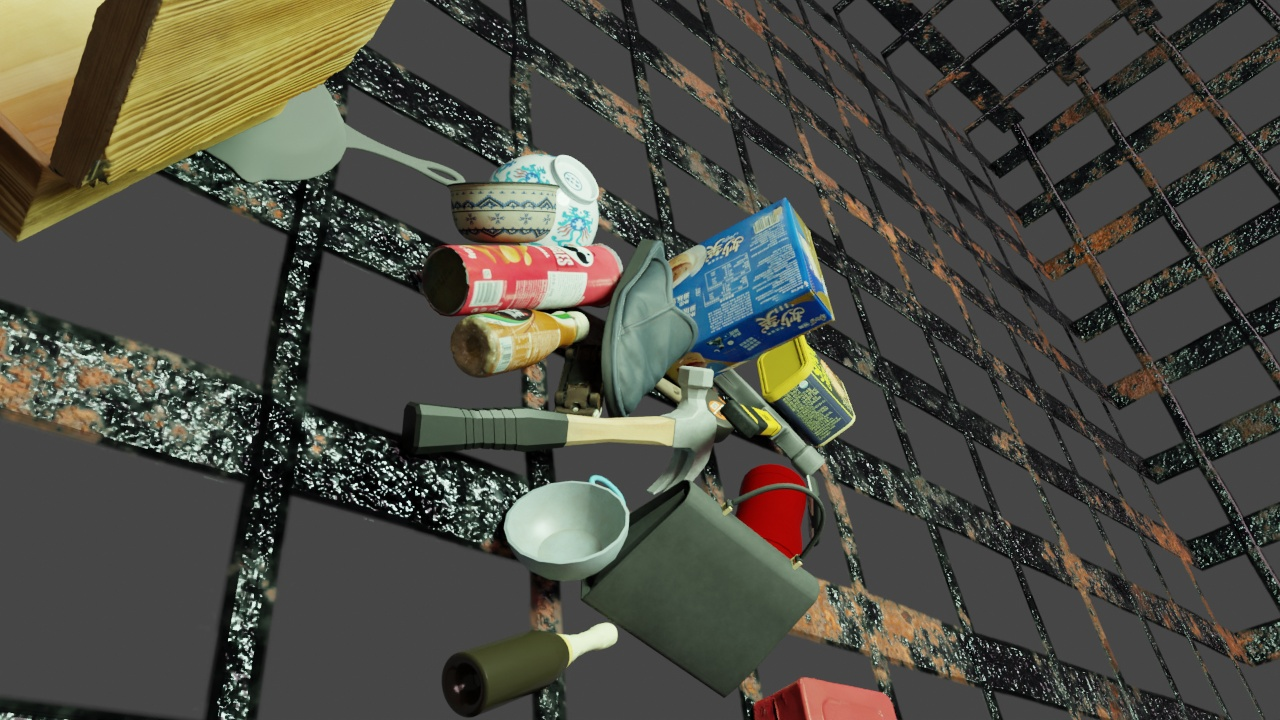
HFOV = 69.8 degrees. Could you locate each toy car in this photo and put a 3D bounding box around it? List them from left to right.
[{"bbox_3d":[-0.059,0.027,0.940,0.112,0.048,0.041,-80,168,-46],"label":"toy car"}]

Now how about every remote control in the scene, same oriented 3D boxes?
[{"bbox_3d":[0.204,0.179,1.080,0.124,0.012,0.028,76,7,-50],"label":"remote control"}]

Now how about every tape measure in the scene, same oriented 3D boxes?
[{"bbox_3d":[0.082,0.069,1.081,0.059,0.038,0.058,41,32,7],"label":"tape measure"}]

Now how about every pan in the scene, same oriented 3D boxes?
[{"bbox_3d":[-0.315,-0.238,0.891,0.354,0.024,0.216,17,47,-42],"label":"pan"}]

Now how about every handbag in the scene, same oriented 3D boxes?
[{"bbox_3d":[0.078,0.177,0.813,0.175,0.196,0.072,39,19,-19],"label":"handbag"}]

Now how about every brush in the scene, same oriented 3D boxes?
[{"bbox_3d":[-0.006,0.006,1.051,0.151,0.012,0.038,36,37,-24],"label":"brush"}]

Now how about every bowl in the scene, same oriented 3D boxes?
[{"bbox_3d":[-0.142,-0.152,0.954,0.115,0.116,0.059,-9,101,-54],"label":"bowl"},{"bbox_3d":[-0.097,-0.190,1.067,0.144,0.074,0.143,31,38,-29],"label":"bowl"},{"bbox_3d":[-0.062,0.151,0.787,0.106,0.106,0.039,-60,153,-55],"label":"bowl"}]

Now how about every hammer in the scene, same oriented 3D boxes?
[{"bbox_3d":[-0.061,0.065,0.854,0.327,0.039,0.131,4,93,-38],"label":"hammer"},{"bbox_3d":[0.128,0.065,1.026,0.170,0.034,0.324,47,7,13],"label":"hammer"}]

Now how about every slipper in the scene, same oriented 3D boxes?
[{"bbox_3d":[0.020,-0.042,1.001,0.264,0.083,0.109,-71,159,-48],"label":"slipper"}]

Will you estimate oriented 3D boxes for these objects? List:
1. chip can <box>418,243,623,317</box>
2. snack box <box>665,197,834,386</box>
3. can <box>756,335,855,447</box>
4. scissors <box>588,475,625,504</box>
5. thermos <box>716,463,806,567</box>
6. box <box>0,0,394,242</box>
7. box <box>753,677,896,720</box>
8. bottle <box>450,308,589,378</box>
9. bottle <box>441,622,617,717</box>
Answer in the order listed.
[{"bbox_3d":[-0.116,-0.084,0.948,0.232,0.073,0.073,-9,67,-53],"label":"chip can"},{"bbox_3d":[0.111,-0.078,1.092,0.069,0.203,0.154,41,32,-42],"label":"snack box"},{"bbox_3d":[0.220,0.037,1.223,0.104,0.075,0.135,45,18,-16],"label":"can"},{"bbox_3d":[-0.009,0.177,0.886,0.142,0.015,0.094,43,33,-3],"label":"scissors"},{"bbox_3d":[0.119,0.195,0.972,0.108,0.084,0.198,20,34,4],"label":"thermos"},{"bbox_3d":[-0.329,-0.279,0.612,0.286,0.337,0.278,48,38,-11],"label":"box"},{"bbox_3d":[0.183,0.388,0.851,0.129,0.098,0.157,24,42,-30],"label":"box"},{"bbox_3d":[-0.111,-0.024,0.907,0.166,0.059,0.059,-15,72,-55],"label":"bottle"},{"bbox_3d":[-0.076,0.234,0.724,0.184,0.045,0.045,5,55,-57],"label":"bottle"}]
